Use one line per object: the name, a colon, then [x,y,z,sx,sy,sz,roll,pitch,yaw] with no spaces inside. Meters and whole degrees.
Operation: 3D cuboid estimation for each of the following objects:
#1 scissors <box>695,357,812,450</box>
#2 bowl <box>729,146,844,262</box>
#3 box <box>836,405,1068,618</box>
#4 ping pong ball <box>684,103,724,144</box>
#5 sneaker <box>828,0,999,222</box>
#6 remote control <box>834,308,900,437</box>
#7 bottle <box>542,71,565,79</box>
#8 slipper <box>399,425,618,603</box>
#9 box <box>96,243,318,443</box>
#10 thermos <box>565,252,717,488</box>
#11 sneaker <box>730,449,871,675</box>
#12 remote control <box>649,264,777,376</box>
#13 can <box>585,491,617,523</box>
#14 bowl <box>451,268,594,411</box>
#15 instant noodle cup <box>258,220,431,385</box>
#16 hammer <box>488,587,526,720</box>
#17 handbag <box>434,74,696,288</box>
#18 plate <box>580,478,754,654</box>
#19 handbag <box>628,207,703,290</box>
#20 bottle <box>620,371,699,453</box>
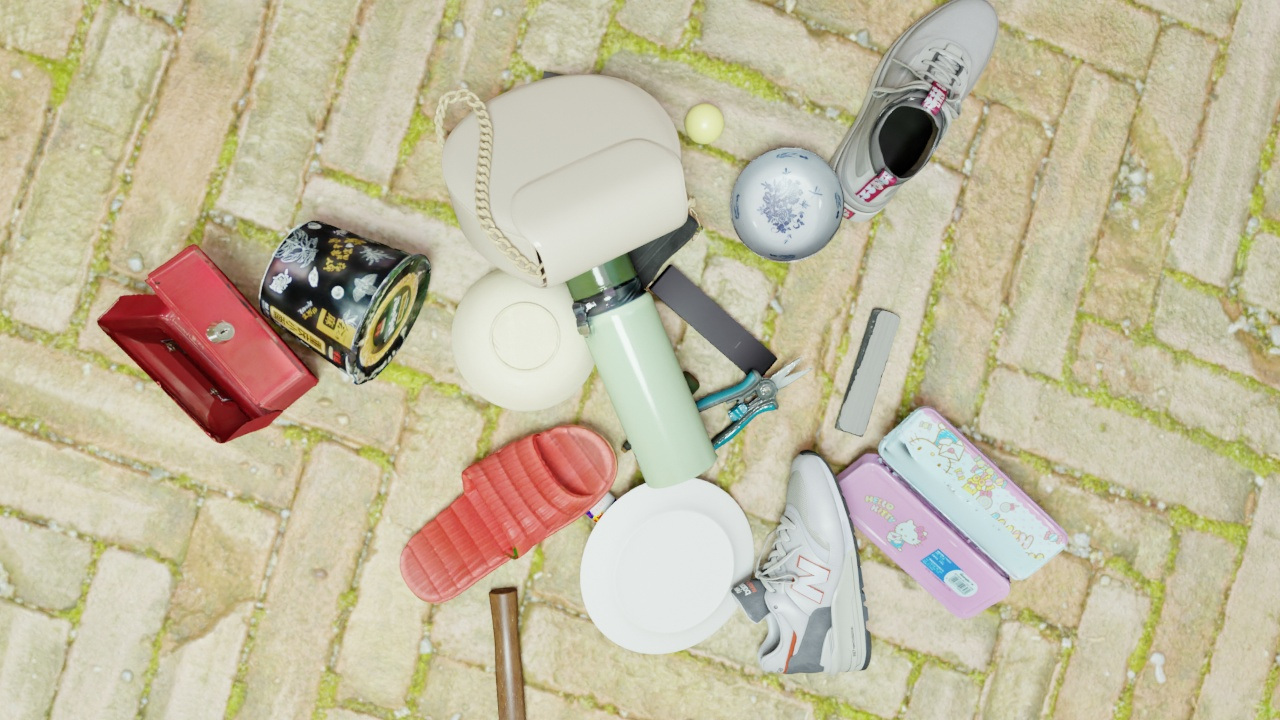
scissors: [0.104,0.047,0.949,0.123,0.019,0.148,18,100,-4]
bowl: [0.148,-0.156,0.935,0.114,0.045,0.114,0,94,7]
box: [0.315,0.159,0.946,0.214,0.034,0.151,42,111,-6]
ping pong ball: [0.065,-0.240,0.931,0.040,0.040,0.040,0,92,-6]
sneaker: [0.282,-0.262,0.911,0.097,0.129,0.263,34,86,-7]
remote control: [0.241,0.012,0.971,0.033,0.013,0.136,18,91,-5]
bottle: [-0.043,-0.265,0.924,0.113,0.030,0.030,9,90,-6]
slipper: [-0.137,0.146,0.896,0.249,0.059,0.103,-35,72,2]
box: [-0.382,-0.017,0.848,0.110,0.134,0.157,-44,96,-3]
thermos: [-0.005,0.005,0.877,0.082,0.082,0.231,-23,101,-5]
sneaker: [0.153,0.218,0.930,0.124,0.089,0.240,-15,96,-9]
remote control: [0.076,-0.038,0.952,0.150,0.013,0.034,41,91,-6]
can: [-0.034,0.155,0.936,0.095,0.032,0.032,43,87,-6]
bowl: [-0.113,-0.022,0.902,0.150,0.075,0.151,0,92,-6]
instant noodle cup: [-0.280,-0.061,0.861,0.112,0.137,0.137,26,89,3]
hammer: [-0.127,0.394,0.936,0.115,0.033,0.323,-4,92,-4]
handbag: [-0.070,-0.177,0.838,0.210,0.103,0.208,-27,55,-14]
plate: [0.033,0.212,0.929,0.188,0.016,0.188,-3,100,-18]
handbag: [0.004,-0.121,0.921,0.079,0.054,0.128,41,85,-4]
bottle: [0.018,0.055,0.943,0.025,0.025,0.106,44,87,-6]
